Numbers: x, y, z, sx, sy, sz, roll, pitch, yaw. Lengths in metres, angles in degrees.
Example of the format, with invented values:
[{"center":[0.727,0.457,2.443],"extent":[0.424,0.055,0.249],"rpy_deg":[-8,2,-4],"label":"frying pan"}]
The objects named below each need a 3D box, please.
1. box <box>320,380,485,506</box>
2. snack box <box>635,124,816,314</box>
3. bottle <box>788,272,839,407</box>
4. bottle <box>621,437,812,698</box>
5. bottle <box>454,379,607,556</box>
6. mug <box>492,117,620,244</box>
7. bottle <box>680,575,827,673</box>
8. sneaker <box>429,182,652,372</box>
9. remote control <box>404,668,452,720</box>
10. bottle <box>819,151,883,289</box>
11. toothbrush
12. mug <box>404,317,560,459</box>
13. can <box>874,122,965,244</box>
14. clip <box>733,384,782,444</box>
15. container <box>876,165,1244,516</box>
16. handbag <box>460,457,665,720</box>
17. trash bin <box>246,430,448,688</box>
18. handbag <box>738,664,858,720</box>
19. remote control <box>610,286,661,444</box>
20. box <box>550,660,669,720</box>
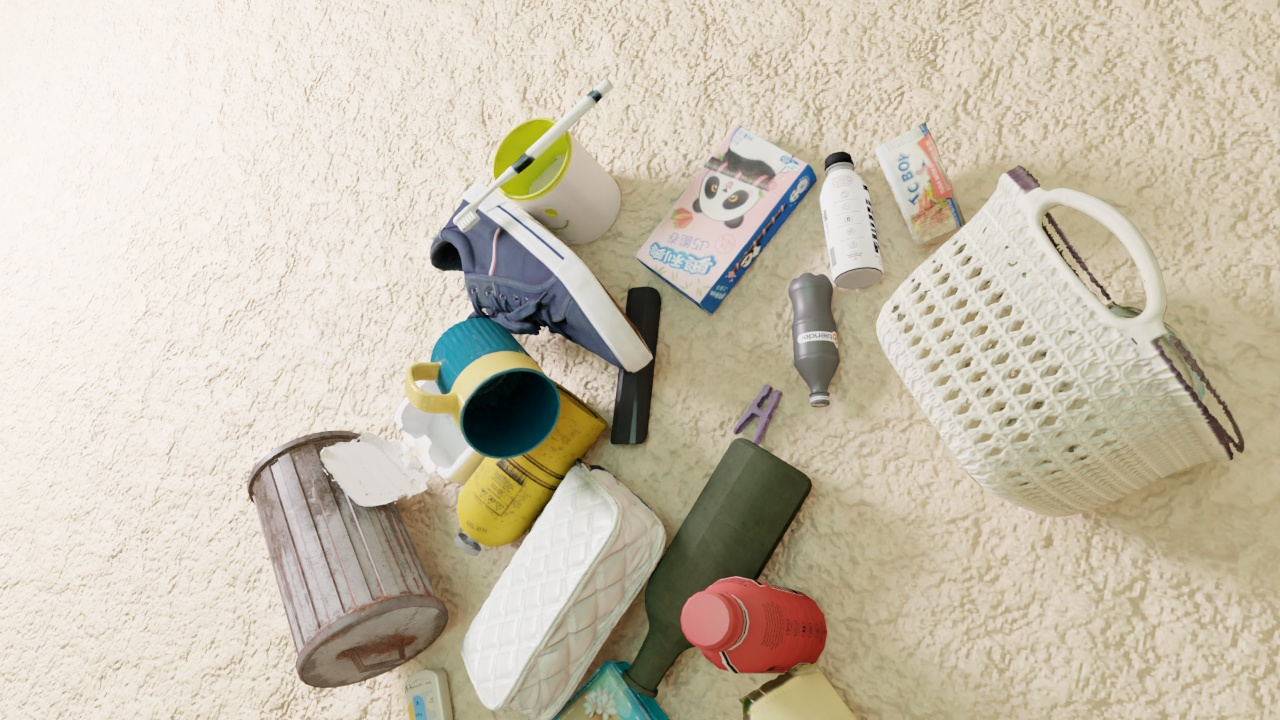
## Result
[{"center":[-0.196,0.076,0.854],"extent":[0.188,0.101,0.111],"rpy_deg":[-41,57,-15],"label":"box"},{"center":[0.075,-0.127,0.818],"extent":[0.088,0.033,0.154],"rpy_deg":[39,93,32],"label":"snack box"},{"center":[0.142,-0.016,0.745],"extent":[0.036,0.036,0.109],"rpy_deg":[-10,69,24],"label":"bottle"},{"center":[0.052,0.163,0.710],"extent":[0.071,0.071,0.207],"rpy_deg":[30,88,31],"label":"bottle"},{"center":[-0.106,0.101,0.811],"extent":[0.071,0.071,0.164],"rpy_deg":[39,93,31],"label":"bottle"},{"center":[-0.077,-0.166,0.865],"extent":[0.083,0.106,0.082],"rpy_deg":[-9,69,23],"label":"mug"},{"center":[0.077,0.182,0.630],"extent":[0.062,0.176,0.062],"rpy_deg":[-9,69,24],"label":"bottle"},{"center":[-0.108,-0.051,0.836],"extent":[0.127,0.121,0.294],"rpy_deg":[-47,50,-6],"label":"sneaker"},{"center":[-0.179,0.334,0.802],"extent":[0.038,0.018,0.125],"rpy_deg":[-23,66,19],"label":"remote control"},{"center":[0.172,-0.119,0.762],"extent":[0.041,0.041,0.116],"rpy_deg":[-13,68,22],"label":"bottle"},{"center":[-0.094,-0.179,0.808],"extent":[0.187,0.012,0.017],"rpy_deg":[-41,73,9],"label":"toothbrush"},{"center":[-0.138,0.019,0.758],"extent":[0.107,0.113,0.083],"rpy_deg":[48,129,50],"label":"mug"},{"center":[0.219,-0.137,0.718],"extent":[0.043,0.086,0.086],"rpy_deg":[-24,64,18],"label":"can"},{"center":[0.100,0.045,0.761],"extent":[0.033,0.013,0.051],"rpy_deg":[32,87,30],"label":"clip"},{"center":[0.259,0.001,0.570],"extent":[0.143,0.251,0.184],"rpy_deg":[-38,59,22],"label":"container"},{"center":[-0.063,0.187,0.748],"extent":[0.195,0.072,0.139],"rpy_deg":[-56,28,0],"label":"handbag"},{"center":[-0.267,0.183,0.831],"extent":[0.131,0.130,0.211],"rpy_deg":[-39,59,10],"label":"trash bin"},{"center":[0.116,0.276,0.618],"extent":[0.081,0.111,0.119],"rpy_deg":[-52,58,12],"label":"handbag"},{"center":[-0.005,0.005,0.824],"extent":[0.033,0.015,0.146],"rpy_deg":[-2,73,26],"label":"remote control"},{"center":[-0.070,0.348,0.728],"extent":[0.227,0.039,0.094],"rpy_deg":[-46,59,6],"label":"box"}]
